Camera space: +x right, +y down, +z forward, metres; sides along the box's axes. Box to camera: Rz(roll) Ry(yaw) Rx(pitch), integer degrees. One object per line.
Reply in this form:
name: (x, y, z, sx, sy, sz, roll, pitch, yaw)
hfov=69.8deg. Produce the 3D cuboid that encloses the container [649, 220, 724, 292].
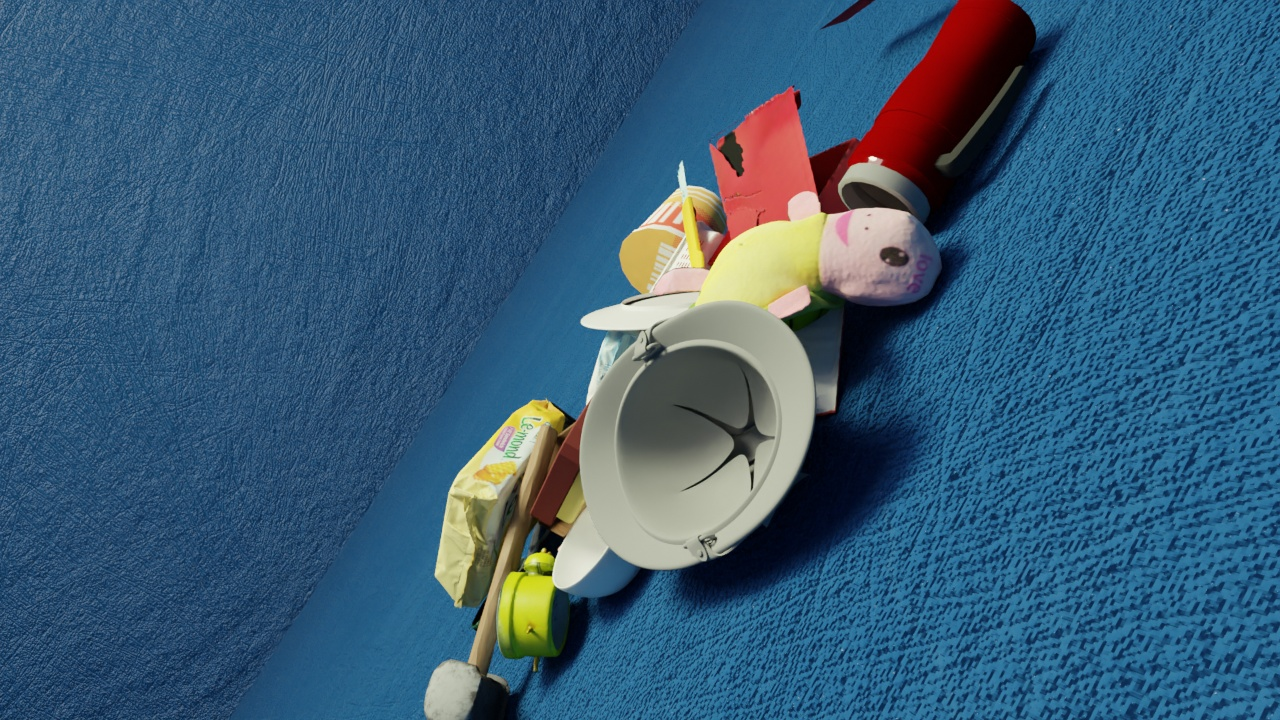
container: (0.073, -0.094, 1.088, 0.129, 0.080, 0.050, -58, 27, -10)

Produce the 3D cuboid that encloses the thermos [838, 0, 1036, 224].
thermos: (0.256, -0.204, 0.761, 0.198, 0.084, 0.108, -56, 32, -10)

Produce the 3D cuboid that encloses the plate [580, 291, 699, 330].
plate: (0.042, -0.059, 0.940, 0.208, 0.208, 0.015, -140, 42, -75)

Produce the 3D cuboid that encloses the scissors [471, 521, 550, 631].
scissors: (-0.153, 0.272, 1.125, 0.205, 0.015, 0.201, -50, 15, 22)

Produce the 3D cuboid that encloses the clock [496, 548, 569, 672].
clock: (-0.102, 0.240, 0.901, 0.118, 0.057, 0.083, -76, -19, -56)

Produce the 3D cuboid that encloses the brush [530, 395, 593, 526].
brush: (-0.056, 0.099, 0.878, 0.082, 0.042, 0.174, -58, -3, -39)

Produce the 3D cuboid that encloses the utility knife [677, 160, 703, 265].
utility knife: (0.058, -0.167, 1.084, 0.031, 0.019, 0.224, 116, 154, -42)

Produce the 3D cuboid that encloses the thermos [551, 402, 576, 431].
thermos: (-0.164, 0.163, 1.241, 0.221, 0.098, 0.098, -51, 15, 0)

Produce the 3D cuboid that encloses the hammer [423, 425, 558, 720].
hammer: (-0.139, 0.219, 0.946, 0.098, 0.052, 0.327, 64, -144, -60)

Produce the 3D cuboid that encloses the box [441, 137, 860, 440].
box: (0.019, -0.073, 0.922, 0.477, 0.171, 0.214, -20, 6, -16)

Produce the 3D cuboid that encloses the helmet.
helmet: (0.069, 0.060, 0.718, 0.272, 0.117, 0.183, -36, 62, 44)

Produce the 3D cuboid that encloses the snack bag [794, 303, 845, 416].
snack bag: (0.119, 0.004, 0.794, 0.144, 0.039, 0.130, -27, 44, 51)

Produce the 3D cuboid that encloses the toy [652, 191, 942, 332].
toy: (0.117, -0.068, 0.743, 0.239, 0.088, 0.189, -14, 29, 23)

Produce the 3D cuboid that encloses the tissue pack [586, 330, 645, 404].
tissue pack: (-0.006, 0.006, 0.993, 0.181, 0.070, 0.112, -39, -32, -69)

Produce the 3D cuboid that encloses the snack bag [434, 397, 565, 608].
snack bag: (-0.162, 0.158, 1.072, 0.246, 0.068, 0.160, -55, -20, -63)

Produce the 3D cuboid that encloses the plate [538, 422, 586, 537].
plate: (-0.064, 0.128, 0.987, 0.132, 0.025, 0.131, -28, 51, 40)

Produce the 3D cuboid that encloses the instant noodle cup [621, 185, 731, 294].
instant noodle cup: (0.055, -0.156, 1.204, 0.124, 0.123, 0.120, -37, 16, 49)

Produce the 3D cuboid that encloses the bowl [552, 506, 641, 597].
bowl: (-0.029, 0.179, 0.871, 0.115, 0.050, 0.114, -47, 17, 19)
